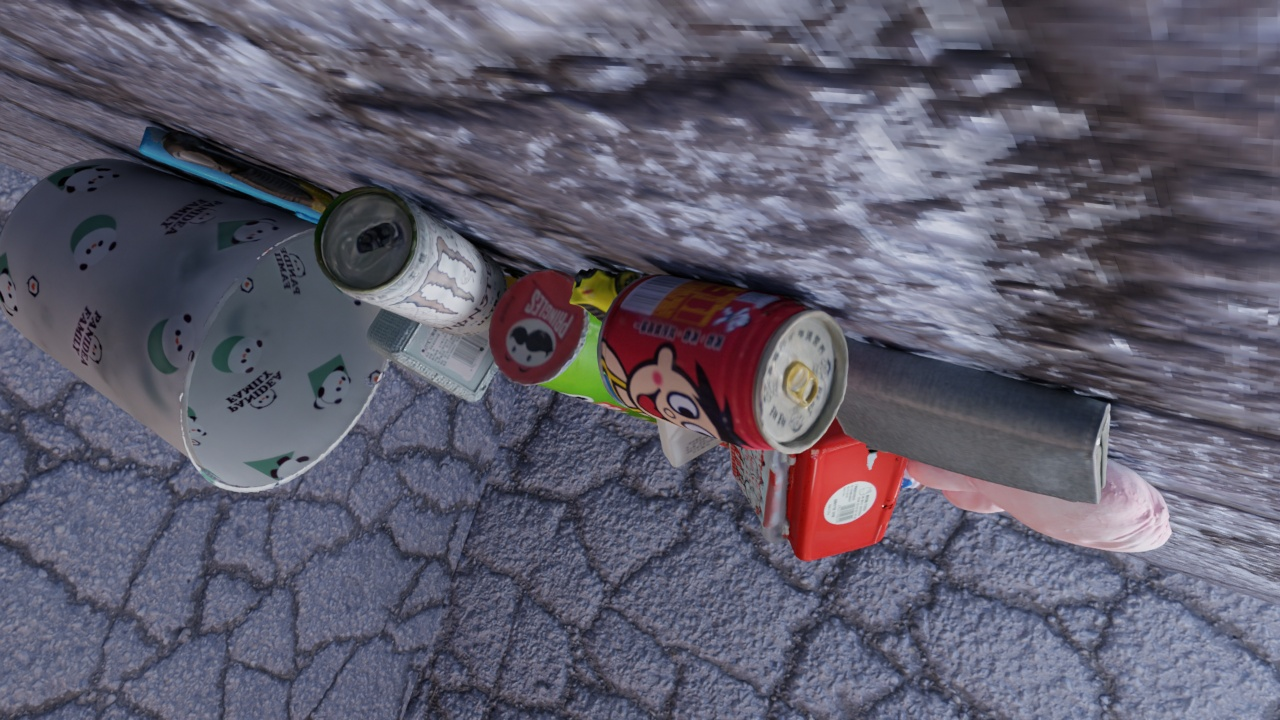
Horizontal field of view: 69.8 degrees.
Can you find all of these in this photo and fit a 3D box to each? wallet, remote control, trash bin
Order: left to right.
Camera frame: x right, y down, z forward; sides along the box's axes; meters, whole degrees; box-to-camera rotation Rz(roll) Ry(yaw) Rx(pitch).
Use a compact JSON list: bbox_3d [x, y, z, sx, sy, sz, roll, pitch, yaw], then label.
[{"bbox_3d":[-0.377,-0.046,0.779,0.252,0.229,0.229,24,179,20],"label":"trash bin"},{"bbox_3d":[0.034,0.029,0.617,0.024,0.049,0.125,56,168,32],"label":"remote control"},{"bbox_3d":[0.152,0.026,0.438,0.130,0.037,0.106,16,165,31],"label":"wallet"}]

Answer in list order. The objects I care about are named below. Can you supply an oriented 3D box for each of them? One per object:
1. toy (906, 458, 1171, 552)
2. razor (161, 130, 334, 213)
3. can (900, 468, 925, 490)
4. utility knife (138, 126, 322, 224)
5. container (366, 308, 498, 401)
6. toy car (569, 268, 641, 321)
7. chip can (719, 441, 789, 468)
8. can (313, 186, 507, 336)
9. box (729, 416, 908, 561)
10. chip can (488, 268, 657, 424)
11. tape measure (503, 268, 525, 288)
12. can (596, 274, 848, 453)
[{"bbox_3d":[0.249,0.082,0.584,0.121,0.054,0.160,32,164,-33],"label":"toy"},{"bbox_3d":[-0.207,-0.099,0.541,0.142,0.022,0.043,25,142,-27],"label":"razor"},{"bbox_3d":[0.158,0.055,0.707,0.134,0.053,0.053,19,177,7],"label":"can"},{"bbox_3d":[-0.211,-0.099,0.608,0.034,0.018,0.234,15,176,45],"label":"utility knife"},{"bbox_3d":[-0.155,-0.024,0.730,0.090,0.090,0.111,33,174,-22],"label":"container"},{"bbox_3d":[0.013,-0.021,0.483,0.105,0.032,0.048,18,177,-15],"label":"toy car"},{"bbox_3d":[0.145,0.071,0.895,0.217,0.073,0.073,19,177,24],"label":"chip can"},{"bbox_3d":[-0.124,-0.052,0.522,0.058,0.058,0.146,18,177,11],"label":"can"},{"bbox_3d":[0.117,0.061,0.645,0.110,0.100,0.202,-15,147,-2],"label":"box"},{"bbox_3d":[-0.004,0.004,0.641,0.072,0.072,0.235,17,177,33],"label":"chip can"},{"bbox_3d":[-0.088,-0.047,0.643,0.060,0.029,0.057,18,176,15],"label":"tape measure"},{"bbox_3d":[0.035,0.000,0.401,0.094,0.066,0.066,15,175,44],"label":"can"}]
